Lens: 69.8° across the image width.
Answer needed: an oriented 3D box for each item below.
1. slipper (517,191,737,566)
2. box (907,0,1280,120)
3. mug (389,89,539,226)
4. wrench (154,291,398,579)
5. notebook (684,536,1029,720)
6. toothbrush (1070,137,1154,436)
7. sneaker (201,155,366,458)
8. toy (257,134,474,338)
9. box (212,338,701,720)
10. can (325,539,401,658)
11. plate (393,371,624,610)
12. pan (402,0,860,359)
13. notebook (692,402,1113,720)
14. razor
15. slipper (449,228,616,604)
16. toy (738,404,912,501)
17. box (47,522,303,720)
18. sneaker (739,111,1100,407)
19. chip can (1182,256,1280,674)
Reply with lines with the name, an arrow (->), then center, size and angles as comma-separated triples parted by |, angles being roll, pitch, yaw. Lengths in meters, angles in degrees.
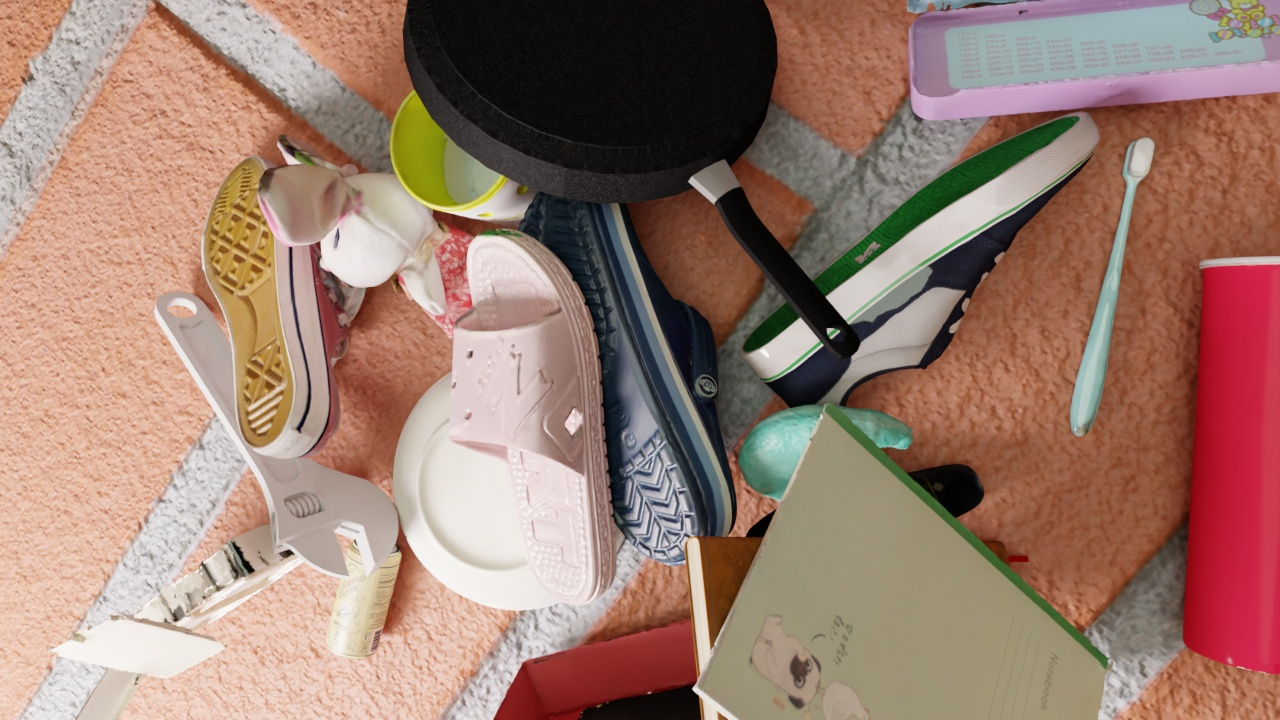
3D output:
slipper -> -0.004, 0.003, 0.586 | 0.105, 0.095, 0.252 | -31, 77, 48
box -> 0.261, -0.197, 0.516 | 0.214, 0.077, 0.096 | -1, 123, 14
mug -> -0.100, -0.131, 0.595 | 0.083, 0.106, 0.082 | 0, 92, 14
wrench -> -0.269, 0.045, 0.667 | 0.273, 0.086, 0.018 | 50, 128, 20
notebook -> 0.137, 0.184, 0.485 | 0.014, 0.249, 0.178 | -32, 57, 52
toothbrush -> 0.281, -0.042, 0.549 | 0.016, 0.016, 0.181 | 11, 96, 13
sneaker -> -0.241, -0.039, 0.647 | 0.118, 0.087, 0.240 | -32, 63, 25
toy -> -0.160, -0.074, 0.602 | 0.084, 0.159, 0.194 | -45, 121, 9
box -> -0.038, 0.135, 0.514 | 0.214, 0.152, 0.325 | -20, 118, 16
can -> -0.201, 0.171, 0.668 | 0.038, 0.038, 0.079 | 17, 96, 13
plate -> -0.097, 0.088, 0.640 | 0.182, 0.034, 0.182 | 1, 93, 14
pan -> 0.013, -0.145, 0.532 | 0.224, 0.034, 0.356 | -32, 75, -23
notebook -> 0.156, 0.165, 0.487 | 0.252, 0.181, 0.010 | 41, 144, -12
razor -> 0.140, 0.105, 0.578 | 0.151, 0.067, 0.054 | -21, 55, 2
slipper -> -0.071, 0.041, 0.554 | 0.094, 0.064, 0.239 | 0, 104, 45
toy -> 0.103, 0.056, 0.558 | 0.105, 0.085, 0.033 | -43, 36, 43
box -> -0.304, 0.180, 0.615 | 0.144, 0.191, 0.069 | -34, 85, 20
sneaker -> 0.175, -0.049, 0.548 | 0.236, 0.084, 0.079 | -39, 100, 15
chip can -> 0.345, 0.055, 0.509 | 0.069, 0.069, 0.220 | 2, 93, 14
